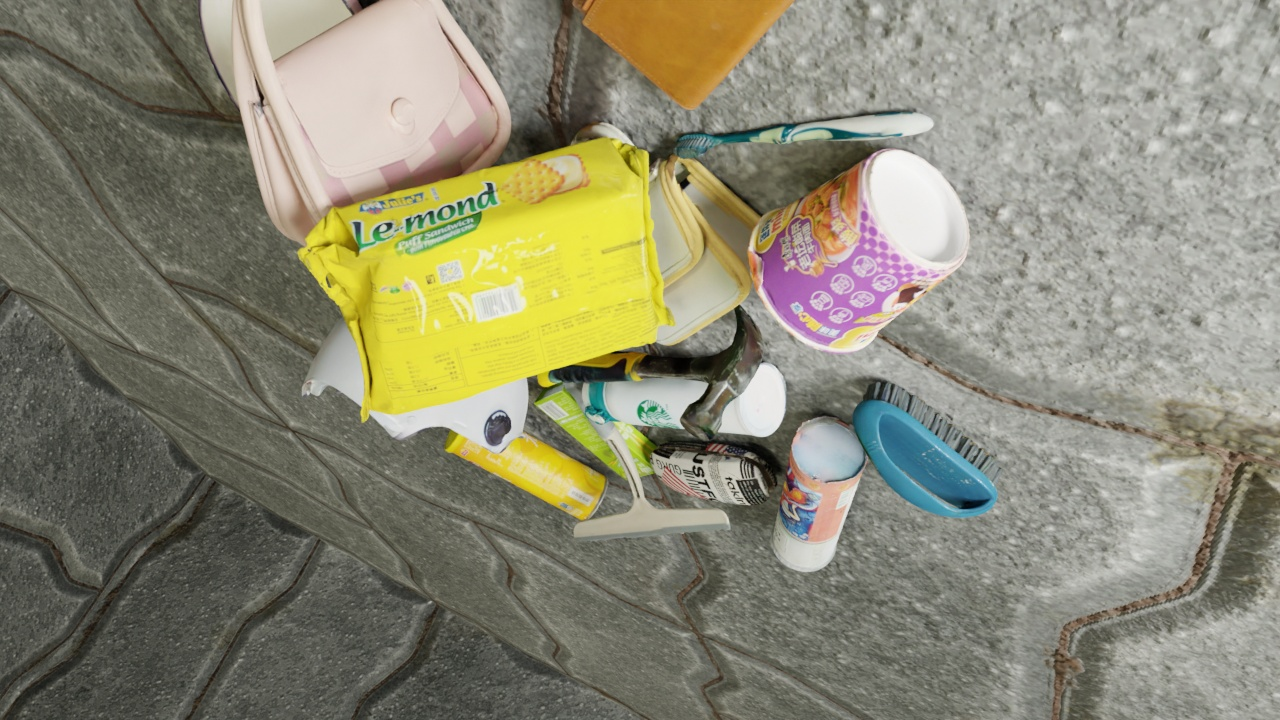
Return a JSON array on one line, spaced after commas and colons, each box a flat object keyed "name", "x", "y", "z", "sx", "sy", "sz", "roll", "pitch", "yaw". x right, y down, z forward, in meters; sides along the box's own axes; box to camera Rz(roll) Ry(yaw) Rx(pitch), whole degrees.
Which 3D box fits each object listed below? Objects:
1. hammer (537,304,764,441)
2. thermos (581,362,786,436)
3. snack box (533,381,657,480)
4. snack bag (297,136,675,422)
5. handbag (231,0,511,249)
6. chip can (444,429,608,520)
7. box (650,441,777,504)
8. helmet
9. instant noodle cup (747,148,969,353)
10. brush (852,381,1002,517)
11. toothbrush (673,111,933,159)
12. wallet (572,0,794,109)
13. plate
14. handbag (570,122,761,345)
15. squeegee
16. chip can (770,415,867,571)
[{"name": "hammer", "x": -0.005, "y": 0.005, "z": 0.854, "sx": 0.032, "sy": 0.126, "sz": 0.324, "roll": 45, "pitch": 158, "yaw": -25}, {"name": "thermos", "x": 0.031, "y": 0.036, "z": 0.892, "sx": 0.225, "sy": 0.073, "sz": 0.073, "roll": 1, "pitch": 138, "yaw": 46}, {"name": "snack box", "x": -0.048, "y": 0.084, "z": 1.105, "sx": 0.156, "sy": 0.026, "sz": 0.086, "roll": 41, "pitch": 151, "yaw": -13}, {"name": "snack bag", "x": -0.095, "y": -0.053, "z": 0.644, "sx": 0.068, "sy": 0.246, "sz": 0.158, "roll": -124, "pitch": 21, "yaw": -49}, {"name": "handbag", "x": -0.197, "y": -0.207, "z": 0.638, "sx": 0.093, "sy": 0.192, "sz": 0.234, "roll": 15, "pitch": 137, "yaw": 29}, {"name": "chip can", "x": -0.148, "y": 0.134, "z": 1.208, "sx": 0.213, "sy": 0.072, "sz": 0.072, "roll": 31, "pitch": 154, "yaw": -17}, {"name": "box", "x": 0.074, "y": 0.126, "z": 1.007, "sx": 0.074, "sy": 0.064, "sz": 0.165, "roll": 33, "pitch": 157, "yaw": -36}, {"name": "helmet", "x": -0.231, "y": 0.003, "z": 1.025, "sx": 0.229, "sy": 0.146, "sz": 0.258, "roll": 17, "pitch": -178, "yaw": 43}, {"name": "instant noodle cup", "x": 0.141, "y": -0.071, "z": 0.576, "sx": 0.111, "sy": 0.111, "sz": 0.099, "roll": 39, "pitch": 144, "yaw": -11}, {"name": "brush", "x": 0.232, "y": 0.082, "z": 0.753, "sx": 0.144, "sy": 0.073, "sz": 0.055, "roll": 38, "pitch": 148, "yaw": -9}, {"name": "toothbrush", "x": 0.096, "y": -0.144, "z": 0.593, "sx": 0.192, "sy": 0.018, "sz": 0.016, "roll": 7, "pitch": 143, "yaw": 41}, {"name": "wallet", "x": 0.018, "y": -0.219, "z": 0.536, "sx": 0.119, "sy": 0.035, "sz": 0.131, "roll": 39, "pitch": 151, "yaw": -10}, {"name": "plate", "x": -0.277, "y": -0.251, "z": 0.759, "sx": 0.192, "sy": 0.038, "sz": 0.193, "roll": 18, "pitch": 133, "yaw": 20}, {"name": "handbag", "x": 0.002, "y": -0.100, "z": 0.724, "sx": 0.178, "sy": 0.063, "sz": 0.164, "roll": 43, "pitch": 150, "yaw": -10}, {"name": "squeegee", "x": -0.038, "y": 0.089, "z": 1.041, "sx": 0.247, "sy": 0.039, "sz": 0.246, "roll": -15, "pitch": 108, "yaw": 43}, {"name": "chip can", "x": 0.174, "y": 0.138, "z": 0.908, "sx": 0.071, "sy": 0.071, "sz": 0.215, "roll": 24, "pitch": 151, "yaw": 17}]
